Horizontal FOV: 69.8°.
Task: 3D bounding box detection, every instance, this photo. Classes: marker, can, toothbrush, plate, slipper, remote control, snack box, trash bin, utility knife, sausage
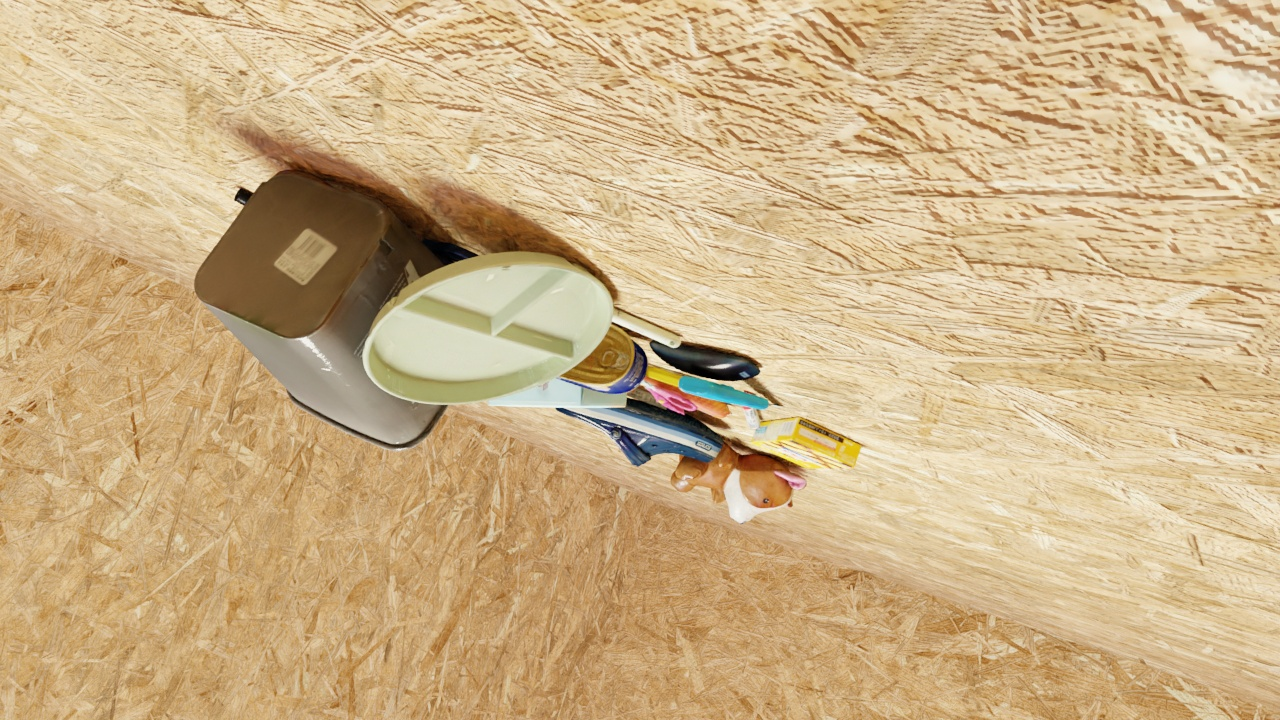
[{"bbox_3d":[-0.417,-0.162,1.089,0.022,0.020,0.132,-6,151,46],"label":"marker"},{"bbox_3d":[-0.065,-0.010,0.995,0.148,0.074,0.049,16,170,26],"label":"can"},{"bbox_3d":[-0.007,0.006,1.111,0.190,0.015,0.016,17,162,25],"label":"toothbrush"},{"bbox_3d":[-0.137,-0.027,0.837,0.230,0.027,0.231,-15,153,-8],"label":"plate"},{"bbox_3d":[-0.004,0.104,1.300,0.252,0.095,0.105,19,-172,-10],"label":"slipper"},{"bbox_3d":[-0.048,-0.052,0.903,0.189,0.029,0.020,22,-149,-7],"label":"toothbrush"},{"bbox_3d":[0.061,0.003,0.938,0.137,0.024,0.053,11,166,45],"label":"remote control"},{"bbox_3d":[-0.018,0.043,1.304,0.146,0.017,0.017,18,169,18],"label":"marker"},{"bbox_3d":[0.132,0.062,1.105,0.017,0.017,0.145,19,169,16],"label":"marker"},{"bbox_3d":[0.200,0.103,1.129,0.087,0.033,0.140,25,170,-10],"label":"snack box"},{"bbox_3d":[-0.289,-0.052,0.909,0.199,0.198,0.220,22,161,19],"label":"trash bin"},{"bbox_3d":[0.105,0.039,0.981,0.034,0.018,0.185,7,175,38],"label":"utility knife"},{"bbox_3d":[-0.102,0.031,1.102,0.175,0.051,0.074,-2,176,43],"label":"snack box"},{"bbox_3d":[0.040,0.036,1.144,0.165,0.021,0.021,23,169,-7],"label":"sausage"}]

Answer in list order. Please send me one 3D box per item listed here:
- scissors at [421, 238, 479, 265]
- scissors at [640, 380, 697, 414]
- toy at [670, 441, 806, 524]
[{"bbox_3d":[-0.222,-0.118,0.945,0.162,0.012,0.176,17,167,32],"label":"scissors"},{"bbox_3d":[0.012,0.029,1.100,0.137,0.017,0.077,36,162,-25],"label":"scissors"},{"bbox_3d":[0.150,0.187,1.425,0.199,0.130,0.140,12,163,1],"label":"toy"}]
